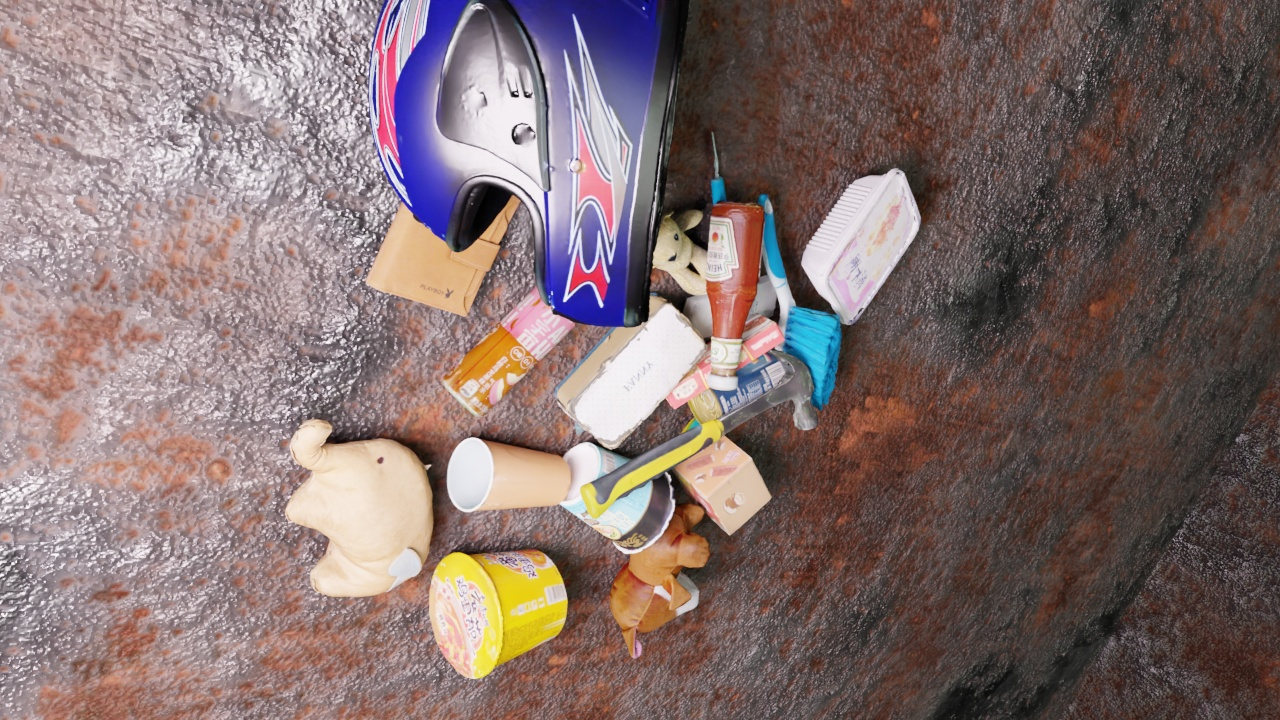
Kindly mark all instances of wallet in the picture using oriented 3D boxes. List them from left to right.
[{"bbox_3d":[-0.183,-0.114,0.860,0.107,0.031,0.132,19,105,-41],"label":"wallet"}]

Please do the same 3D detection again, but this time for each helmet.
[{"bbox_3d":[-0.092,-0.191,0.731,0.240,0.247,0.316,8,108,3],"label":"helmet"}]

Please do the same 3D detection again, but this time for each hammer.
[{"bbox_3d":[0.072,0.085,1.064,0.322,0.032,0.126,-26,114,-23],"label":"hammer"}]

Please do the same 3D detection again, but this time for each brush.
[{"bbox_3d":[0.188,-0.061,1.104,0.060,0.109,0.315,-52,152,-31],"label":"brush"}]

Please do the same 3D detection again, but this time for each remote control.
[{"bbox_3d":[0.109,-0.064,1.113,0.134,0.019,0.056,-18,129,-29],"label":"remote control"}]

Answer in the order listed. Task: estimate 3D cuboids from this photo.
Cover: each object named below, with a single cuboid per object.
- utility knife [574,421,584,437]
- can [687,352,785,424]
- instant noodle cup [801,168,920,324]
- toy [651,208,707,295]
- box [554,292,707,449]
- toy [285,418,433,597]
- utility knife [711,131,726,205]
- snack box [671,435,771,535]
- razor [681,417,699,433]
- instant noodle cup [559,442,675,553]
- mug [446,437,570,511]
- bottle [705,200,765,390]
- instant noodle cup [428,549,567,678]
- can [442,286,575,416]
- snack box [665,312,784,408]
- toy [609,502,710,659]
[{"bbox_3d":[-0.021,0.024,1.073,0.170,0.015,0.033,-49,131,-2],"label":"utility knife"},{"bbox_3d":[0.122,0.034,1.146,0.111,0.075,0.075,-25,129,-23],"label":"can"},{"bbox_3d":[0.269,-0.146,1.143,0.173,0.060,0.138,-53,143,-5],"label":"instant noodle cup"},{"bbox_3d":[0.040,-0.113,1.004,0.105,0.066,0.157,-42,150,11],"label":"toy"},{"bbox_3d":[-0.006,0.006,1.031,0.184,0.060,0.090,-46,116,-7],"label":"box"},{"bbox_3d":[-0.275,0.135,0.907,0.143,0.082,0.226,-28,128,-32],"label":"toy"},{"bbox_3d":[0.092,-0.166,1.034,0.018,0.034,0.198,-4,126,11],"label":"utility knife"},{"bbox_3d":[0.101,0.153,1.189,0.077,0.094,0.093,-40,133,-10],"label":"snack box"},{"bbox_3d":[0.103,0.069,1.184,0.132,0.028,0.043,-22,157,-29],"label":"razor"},{"bbox_3d":[-0.038,0.157,1.088,0.120,0.111,0.111,33,94,-36],"label":"instant noodle cup"},{"bbox_3d":[-0.141,0.129,1.011,0.122,0.078,0.078,12,109,-47],"label":"mug"},{"bbox_3d":[0.099,-0.070,1.008,0.059,0.060,0.206,-3,102,-36],"label":"bottle"},{"bbox_3d":[-0.159,0.279,1.052,0.109,0.138,0.138,-3,118,-46],"label":"instant noodle cup"},{"bbox_3d":[-0.132,-0.011,0.940,0.147,0.058,0.058,-45,134,-6],"label":"can"},{"bbox_3d":[0.090,-0.001,1.080,0.153,0.075,0.025,-32,105,-1],"label":"snack box"},{"bbox_3d":[0.024,0.275,1.175,0.130,0.140,0.200,23,110,-9],"label":"toy"}]
